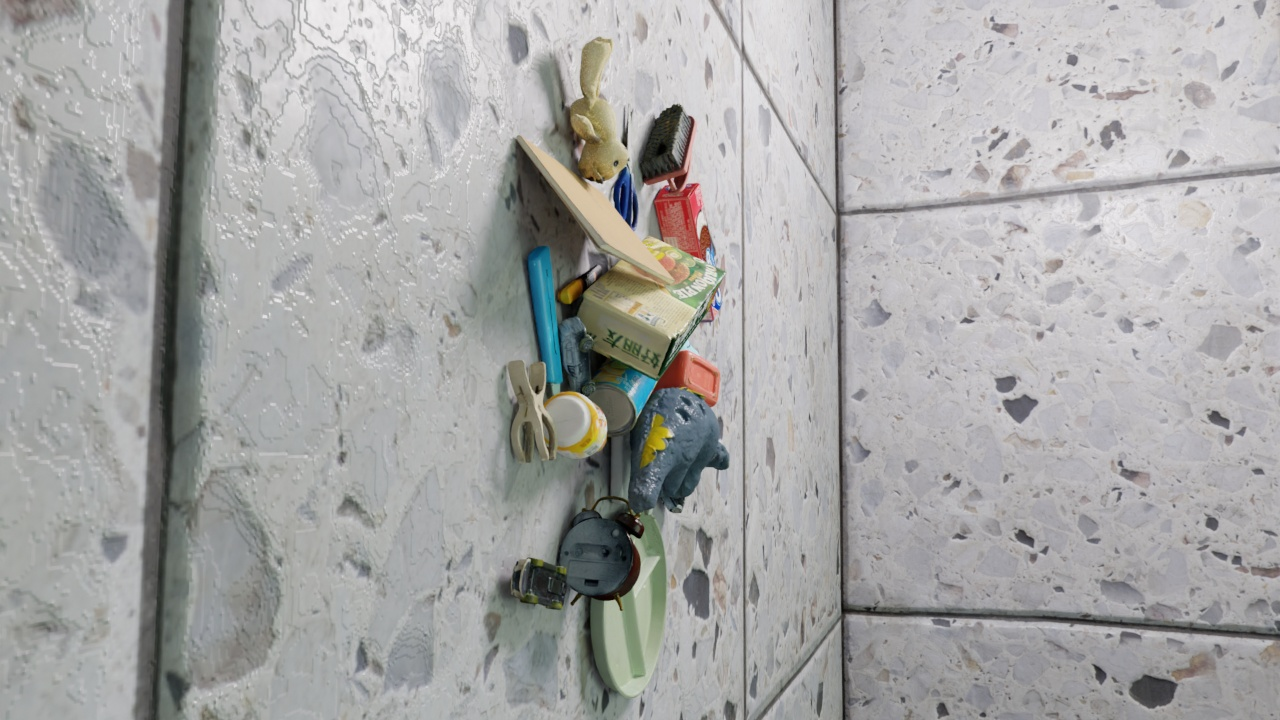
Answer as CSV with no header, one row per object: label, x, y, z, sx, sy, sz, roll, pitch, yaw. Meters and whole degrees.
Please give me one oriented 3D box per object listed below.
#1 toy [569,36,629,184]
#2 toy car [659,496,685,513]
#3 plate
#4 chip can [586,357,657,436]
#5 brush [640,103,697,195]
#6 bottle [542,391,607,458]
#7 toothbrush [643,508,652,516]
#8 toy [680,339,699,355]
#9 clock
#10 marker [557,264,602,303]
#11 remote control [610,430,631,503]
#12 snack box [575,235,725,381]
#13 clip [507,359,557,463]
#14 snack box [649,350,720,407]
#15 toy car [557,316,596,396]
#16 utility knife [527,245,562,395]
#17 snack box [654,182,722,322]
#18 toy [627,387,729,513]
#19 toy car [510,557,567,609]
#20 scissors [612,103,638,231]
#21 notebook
toy,-0.046,-0.277,1.020,0.105,0.066,0.157,-87,176,-71
toy car,0.038,0.173,1.272,0.106,0.031,0.048,61,34,-49
plate,-0.012,0.294,1.130,0.230,0.027,0.230,-2,90,-70
chip can,-0.007,0.006,1.100,0.209,0.071,0.071,-59,142,-56
brush,0.047,-0.296,1.286,0.069,0.063,0.145,55,35,-38
bottle,-0.065,0.071,0.951,0.108,0.063,0.063,50,42,-71
toothbrush,0.001,0.103,1.162,0.017,0.016,0.187,30,51,-58
toy,0.062,0.040,1.322,0.161,0.050,0.155,59,36,-36
clock,-0.039,0.203,0.983,0.055,0.082,0.121,60,35,-61
marker,-0.066,-0.087,1.030,0.123,0.015,0.018,-51,137,-65
remote control,-0.021,0.107,1.129,0.055,0.020,0.136,9,81,-69
snack box,0.014,-0.069,1.081,0.063,0.114,0.239,-68,173,28
clip,-0.105,0.049,0.885,0.070,0.035,0.100,11,73,-69
snack box,0.054,0.032,1.219,0.091,0.080,0.081,30,58,-38
toy car,-0.069,-0.002,0.975,0.043,0.034,0.091,-129,-149,-54
utility knife,-0.095,-0.035,0.938,0.034,0.018,0.161,-42,129,-65
snack box,0.072,-0.156,1.353,0.057,0.058,0.208,-61,144,-50
toy,0.047,0.102,1.123,0.355,0.091,0.138,5,76,-70
toy car,-0.099,0.215,0.882,0.090,0.035,0.042,46,44,-61
scissors,-0.020,-0.252,1.172,0.126,0.012,0.173,-37,122,-67
notebook,-0.043,-0.154,0.976,0.149,0.012,0.211,53,13,17
